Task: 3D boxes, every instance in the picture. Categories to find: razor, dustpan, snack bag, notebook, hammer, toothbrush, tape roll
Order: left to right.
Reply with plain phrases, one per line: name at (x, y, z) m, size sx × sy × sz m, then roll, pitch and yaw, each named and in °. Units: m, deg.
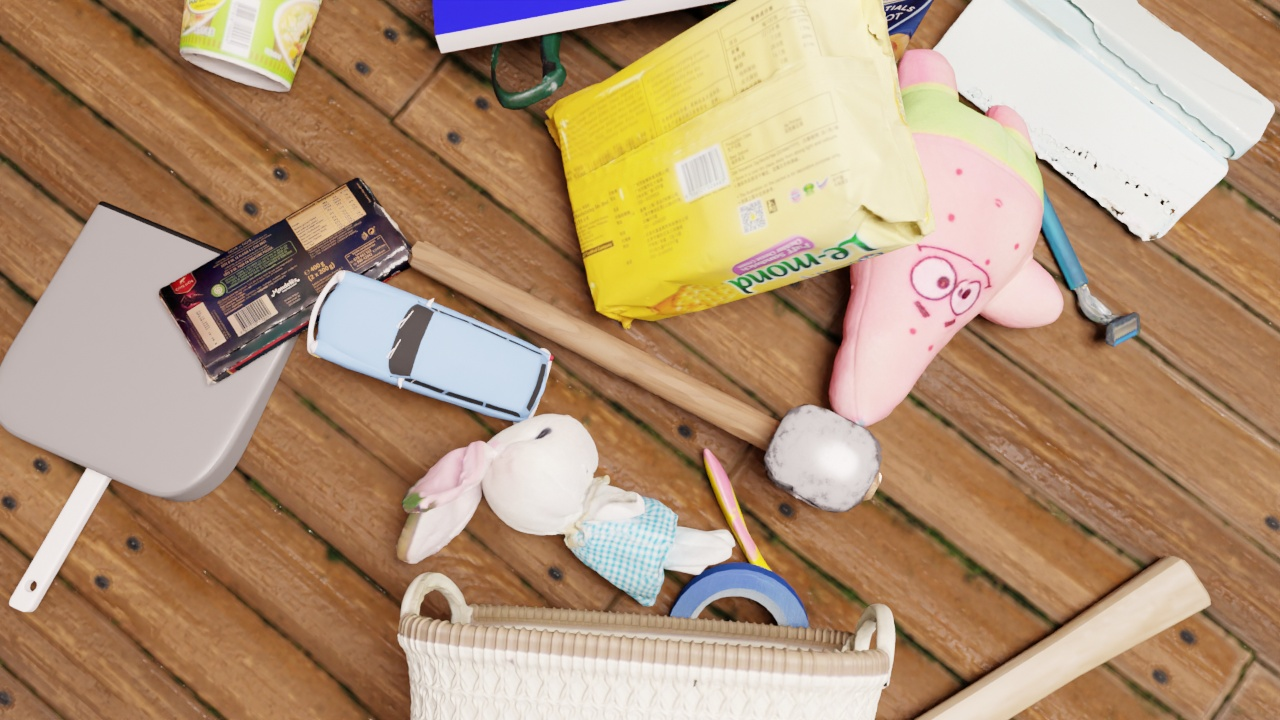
dustpan at (-0.342, 0.039, 0.600) m, size 0.163 × 0.033 × 0.257 m, roll 22°, pitch 75°, yaw 3°
snack bag at (-0.231, -0.056, 0.604) m, size 0.155 × 0.018 × 0.074 m, roll -33°, pitch 79°, yaw -12°
notebook at (-0.034, -0.282, 0.606) m, size 0.209 × 0.022 × 0.171 m, roll -11°, pitch 57°, yaw -1°
hammer at (-0.003, 0.003, 0.578) m, size 0.328 × 0.098 × 0.052 m, roll 27°, pitch 86°, yaw 11°
snack bag at (0.041, -0.114, 0.529) m, size 0.068 × 0.248 × 0.159 m, roll -14°, pitch 89°, yaw -45°
tape roll at (0.061, 0.175, 0.572) m, size 0.091 × 0.016 × 0.093 m, roll -21°, pitch 90°, yaw 7°
toothbrush at (0.070, 0.118, 0.588) m, size 0.016 × 0.021 × 0.135 m, roll -28°, pitch 86°, yaw -6°
hammer at (0.204, 0.215, 0.562) m, size 0.322 × 0.051 × 0.117 m, roll -29°, pitch 80°, yaw -5°
razor at (0.283, -0.075, 0.610) m, size 0.042 × 0.022 × 0.144 m, roll -16°, pitch 76°, yaw -39°

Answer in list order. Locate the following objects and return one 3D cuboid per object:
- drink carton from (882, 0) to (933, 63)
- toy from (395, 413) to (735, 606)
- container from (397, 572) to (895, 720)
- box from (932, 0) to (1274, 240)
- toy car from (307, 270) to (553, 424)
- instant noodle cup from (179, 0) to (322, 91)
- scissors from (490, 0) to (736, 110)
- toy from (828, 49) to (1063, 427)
drink carton at (0.139, -0.216, 0.573) m, size 0.064 × 0.130 × 0.040 m, roll -12°, pitch 82°, yaw -2°
toy at (-0.036, 0.082, 0.561) m, size 0.205 × 0.131 × 0.105 m, roll 13°, pitch 63°, yaw -8°
container at (0.000, 0.188, 0.468) m, size 0.246 × 0.184 × 0.142 m, roll 2°, pitch 78°, yaw 8°
box at (0.307, -0.187, 0.614) m, size 0.197 × 0.075 × 0.126 m, roll 43°, pitch 105°, yaw 9°
toy car at (-0.127, -0.005, 0.572) m, size 0.153 × 0.055 × 0.056 m, roll 22°, pitch 82°, yaw -22°
instant noodle cup at (-0.255, -0.242, 0.605) m, size 0.099 × 0.099 × 0.108 m, roll 15°, pitch 91°, yaw 2°
scissors at (-0.037, -0.226, 0.591) m, size 0.202 × 0.015 × 0.203 m, roll 18°, pitch 62°, yaw 20°
toy at (0.176, -0.068, 0.568) m, size 0.192 × 0.097 × 0.236 m, roll 24°, pitch 86°, yaw -18°
